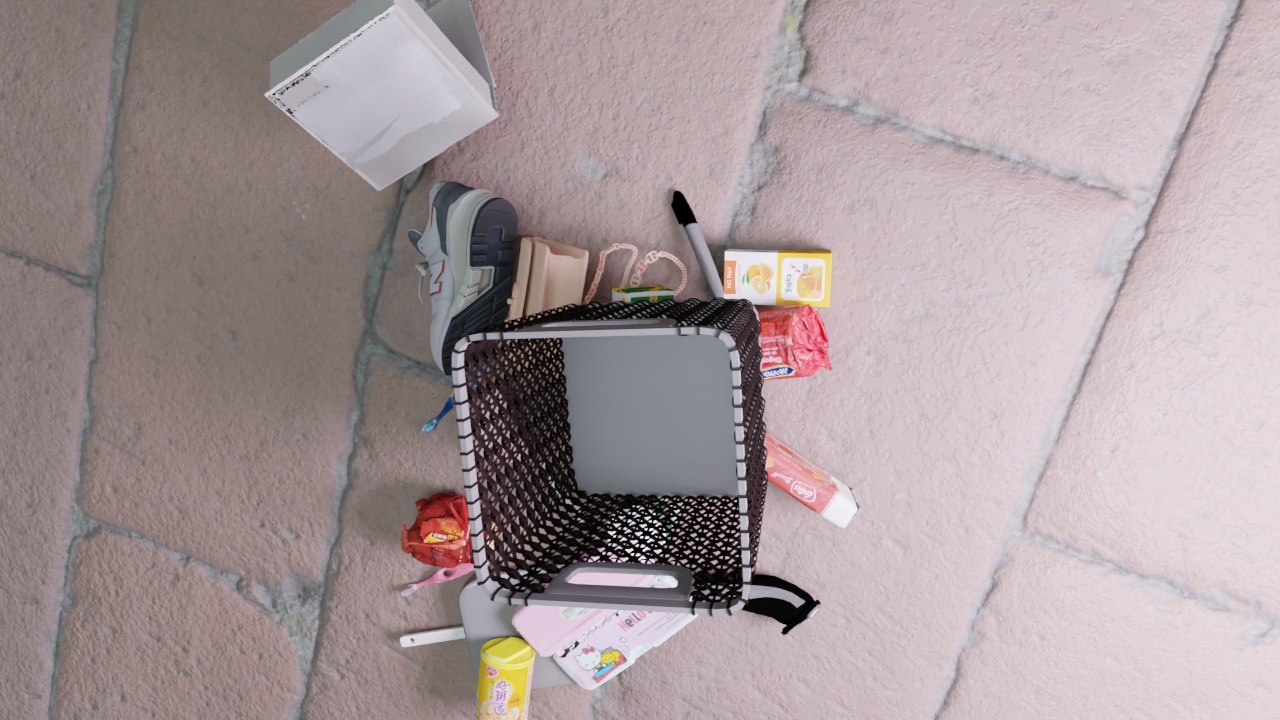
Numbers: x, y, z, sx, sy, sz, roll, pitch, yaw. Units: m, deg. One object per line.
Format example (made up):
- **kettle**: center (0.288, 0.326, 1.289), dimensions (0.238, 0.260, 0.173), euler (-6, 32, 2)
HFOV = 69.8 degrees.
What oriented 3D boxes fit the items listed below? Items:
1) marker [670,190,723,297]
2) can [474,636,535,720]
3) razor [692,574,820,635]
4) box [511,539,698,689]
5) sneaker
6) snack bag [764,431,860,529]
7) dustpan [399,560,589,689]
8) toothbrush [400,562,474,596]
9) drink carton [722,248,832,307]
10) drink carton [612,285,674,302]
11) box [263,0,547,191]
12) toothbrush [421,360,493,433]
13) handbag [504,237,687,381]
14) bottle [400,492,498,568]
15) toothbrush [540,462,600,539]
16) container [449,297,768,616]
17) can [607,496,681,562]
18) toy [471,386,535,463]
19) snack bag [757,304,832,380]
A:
- **marker**: center (0.063, -0.129, 1.027), dimensions (0.022, 0.016, 0.138), euler (-34, 70, 43)
- **can**: center (-0.171, 0.408, 1.150), dimensions (0.068, 0.067, 0.105), euler (10, 100, 10)
- **razor**: center (0.134, 0.280, 1.094), dimensions (0.156, 0.057, 0.060), euler (18, 76, 17)
- **box**: center (-0.046, 0.313, 1.131), dimensions (0.202, 0.041, 0.153), euler (-41, 93, 18)
- **sneaker**: center (-0.220, -0.108, 1.080), dimensions (0.124, 0.088, 0.240), euler (40, 126, 28)
- **snack bag**: center (0.143, 0.107, 1.031), dimensions (0.225, 0.077, 0.041), euler (35, 101, -2)
- **dustpan**: center (-0.192, 0.352, 1.194), dimensions (0.258, 0.033, 0.163), euler (-10, 99, 5)
- **toothbrush**: center (-0.258, 0.280, 1.199), dimensions (0.135, 0.016, 0.021), euler (-26, 96, 16)
- **drink carton**: center (0.149, -0.093, 1.021), dimensions (0.122, 0.040, 0.058), euler (3, 102, 12)
- **drink carton**: center (0.003, -0.019, 1.020), dimensions (0.058, 0.041, 0.122), euler (-5, 103, -21)
- **box**: center (-0.238, -0.325, 1.066), dimensions (0.167, 0.445, 0.165), euler (-26, 104, 16)
- **toothbrush**: center (-0.230, 0.047, 1.145), dimensions (0.021, 0.017, 0.135), euler (46, 107, -1)
- **handbag**: center (-0.065, -0.044, 1.076), dimensions (0.187, 0.117, 0.199), euler (6, 100, -23)
- **bottle**: center (-0.239, 0.212, 1.140), dimensions (0.111, 0.098, 0.099), euler (15, 104, 5)
- **toothbrush**: center (-0.070, 0.200, 1.140), dimensions (0.012, 0.017, 0.187), euler (-37, 92, 17)
- **container**: center (-0.006, 0.069, 0.877), dimensions (0.248, 0.243, 0.246), euler (-1, 102, 15)
- **can**: center (0.006, 0.181, 1.066), dimensions (0.067, 0.120, 0.067), euler (2, 102, 12)
- **toy**: center (-0.182, 0.090, 1.127), dimensions (0.096, 0.052, 0.099), euler (-23, 92, 28)
- **snack bag**: center (0.119, -0.016, 1.011), dimensions (0.177, 0.082, 0.082), euler (-6, 100, 26)
